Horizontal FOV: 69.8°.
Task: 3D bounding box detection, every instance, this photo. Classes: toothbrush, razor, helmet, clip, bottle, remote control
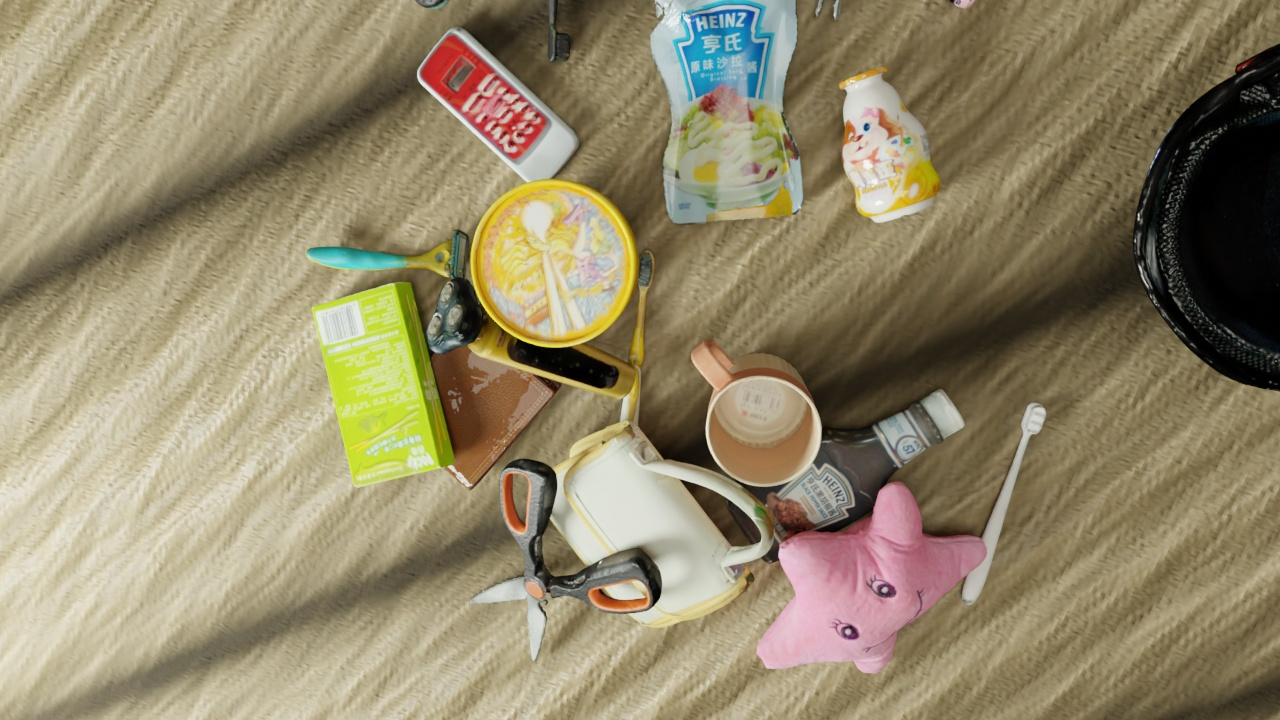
[{"bbox_3d":[0.296,0.120,0.749,0.016,0.016,0.180,16,103,5],"label":"toothbrush"},{"bbox_3d":[-0.083,-0.010,0.724,0.167,0.067,0.062,21,92,-14],"label":"razor"},{"bbox_3d":[-0.004,0.004,0.757,0.016,0.018,0.191,8,102,6],"label":"toothbrush"},{"bbox_3d":[-0.065,-0.336,0.692,0.027,0.026,0.213,-6,104,-25],"label":"toothbrush"},{"bbox_3d":[0.453,-0.092,0.583,0.275,0.229,0.233,-10,91,18],"label":"helmet"},{"bbox_3d":[0.145,-0.282,0.680,0.036,0.025,0.058,15,108,10],"label":"clip"},{"bbox_3d":[0.167,0.088,0.743,0.195,0.044,0.080,-32,104,10],"label":"bottle"},{"bbox_3d":[-0.112,-0.199,0.726,0.136,0.020,0.056,43,102,-3],"label":"remote control"},{"bbox_3d":[-0.209,-0.085,0.755,0.132,0.028,0.043,1,78,3],"label":"razor"},{"bbox_3d":[0.180,-0.160,0.681,0.063,0.063,0.108,-18,99,9],"label":"bottle"}]

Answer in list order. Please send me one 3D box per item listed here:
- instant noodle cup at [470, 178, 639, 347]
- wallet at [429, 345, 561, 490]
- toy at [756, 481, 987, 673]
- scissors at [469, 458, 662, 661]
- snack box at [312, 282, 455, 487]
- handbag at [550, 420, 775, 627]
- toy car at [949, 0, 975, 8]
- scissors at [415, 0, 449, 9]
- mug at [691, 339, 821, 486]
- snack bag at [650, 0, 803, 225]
[{"bbox_3d":[-0.056,-0.078,0.696,0.118,0.114,0.118,1,101,6],"label":"instant noodle cup"},{"bbox_3d":[-0.143,0.034,0.773,0.101,0.032,0.125,41,102,0],"label":"wallet"},{"bbox_3d":[0.167,0.184,0.736,0.178,0.074,0.195,30,108,-26],"label":"toy"},{"bbox_3d":[-0.075,0.168,0.746,0.221,0.021,0.228,-2,116,35],"label":"scissors"},{"bbox_3d":[-0.213,0.020,0.759,0.086,0.026,0.156,-15,89,18],"label":"snack box"},{"bbox_3d":[0.016,0.125,0.712,0.163,0.063,0.179,52,137,-6],"label":"handbag"},{"bbox_3d":[0.251,-0.311,0.646,0.037,0.056,0.122,20,103,5],"label":"toy car"},{"bbox_3d":[-0.120,-0.343,0.685,0.171,0.019,0.170,23,107,15],"label":"scissors"},{"bbox_3d":[0.083,0.030,0.708,0.082,0.105,0.114,-43,94,12],"label":"mug"},{"bbox_3d":[0.066,-0.202,0.699,0.110,0.038,0.191,-2,101,18],"label":"snack bag"}]
